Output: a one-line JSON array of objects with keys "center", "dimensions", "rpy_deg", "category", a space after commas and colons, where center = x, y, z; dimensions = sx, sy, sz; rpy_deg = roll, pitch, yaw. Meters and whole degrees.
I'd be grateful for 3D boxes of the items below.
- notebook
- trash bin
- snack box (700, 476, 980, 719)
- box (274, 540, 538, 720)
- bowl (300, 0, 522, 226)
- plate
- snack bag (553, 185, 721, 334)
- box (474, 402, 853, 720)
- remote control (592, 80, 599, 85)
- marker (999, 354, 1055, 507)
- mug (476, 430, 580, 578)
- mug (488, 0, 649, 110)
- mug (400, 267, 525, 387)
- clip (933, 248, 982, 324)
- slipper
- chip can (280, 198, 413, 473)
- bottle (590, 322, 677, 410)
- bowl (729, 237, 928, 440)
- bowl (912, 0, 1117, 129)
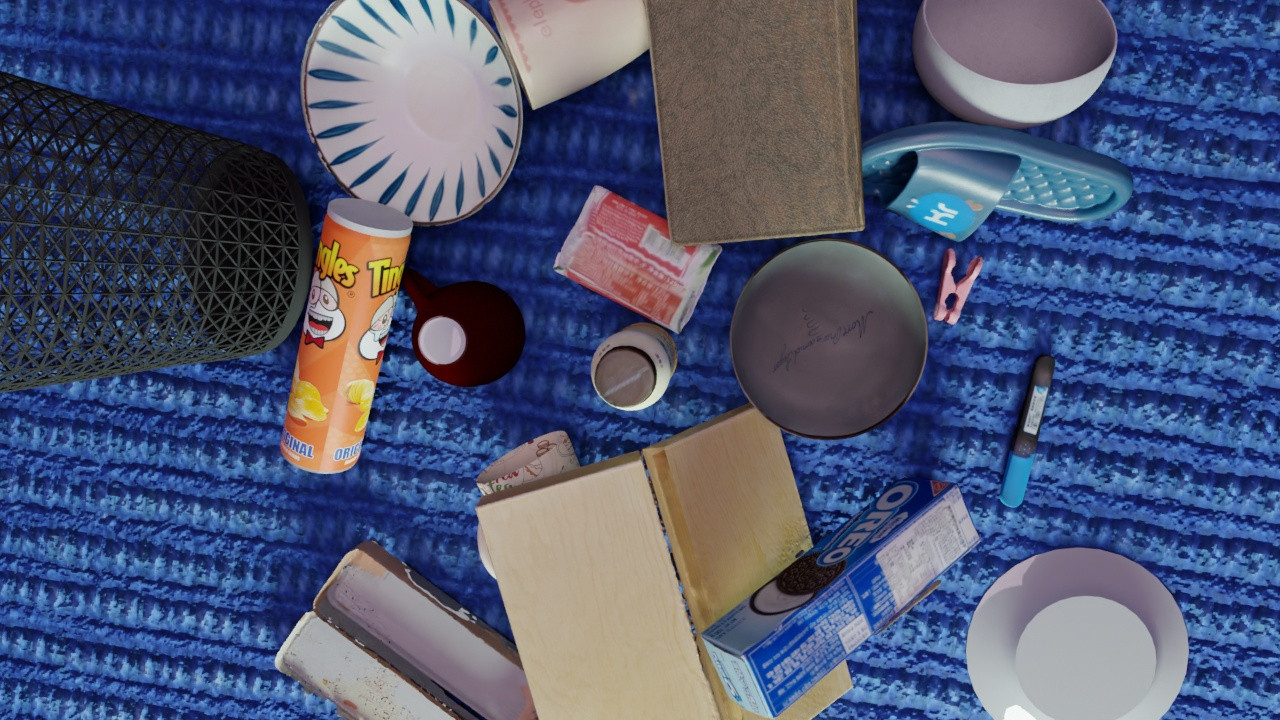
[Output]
[{"center": [0.099, -0.194, 0.635], "dimensions": [0.190, 0.034, 0.215], "rpy_deg": [-1, 102, 23], "category": "notebook"}, {"center": [-0.380, -0.082, 0.631], "dimensions": [0.217, 0.242, 0.217], "rpy_deg": [2, 93, 37], "category": "trash bin"}, {"center": [0.150, 0.165, 0.669], "dimensions": [0.225, 0.059, 0.059], "rpy_deg": [-30, 101, -25], "category": "snack box"}, {"center": [-0.193, 0.270, 0.781], "dimensions": [0.216, 0.043, 0.148], "rpy_deg": [36, 94, 1], "category": "box"}, {"center": [-0.162, -0.197, 0.702], "dimensions": [0.177, 0.070, 0.177], "rpy_deg": [6, 113, 13], "category": "bowl"}, {"center": [0.353, 0.237, 0.735], "dimensions": [0.173, 0.019, 0.173], "rpy_deg": [1, 96, 5], "category": "plate"}, {"center": [-0.002, -0.080, 0.726], "dimensions": [0.116, 0.036, 0.077], "rpy_deg": [27, 98, 2], "category": "snack bag"}, {"center": [0.030, 0.183, 0.686], "dimensions": [0.260, 0.097, 0.247], "rpy_deg": [-18, 95, -26], "category": "box"}, {"center": [-0.020, -0.278, 0.720], "dimensions": [0.039, 0.010, 0.125], "rpy_deg": [25, 97, 2], "category": "remote control"}, {"center": [0.305, 0.055, 0.724], "dimensions": [0.018, 0.015, 0.123], "rpy_deg": [13, 94, 0], "category": "marker"}, {"center": [-0.082, 0.126, 0.719], "dimensions": [0.081, 0.121, 0.097], "rpy_deg": [-20, 102, 36], "category": "mug"}, {"center": [-0.054, -0.257, 0.685], "dimensions": [0.104, 0.085, 0.111], "rpy_deg": [-22, 65, -2], "category": "mug"}, {"center": [-0.151, -0.029, 0.718], "dimensions": [0.087, 0.088, 0.114], "rpy_deg": [-41, 91, 7], "category": "mug"}, {"center": [0.240, -0.058, 0.714], "dimensions": [0.035, 0.022, 0.058], "rpy_deg": [15, 99, 0], "category": "clip"}, {"center": [0.247, -0.126, 0.664], "dimensions": [0.214, 0.104, 0.059], "rpy_deg": [7, 74, 0], "category": "slipper"}, {"center": [-0.231, -0.016, 0.714], "dimensions": [0.062, 0.062, 0.211], "rpy_deg": [21, 112, 3], "category": "chip can"}, {"center": [-0.004, 0.004, 0.671], "dimensions": [0.056, 0.162, 0.056], "rpy_deg": [0, 95, 5], "category": "bottle"}, {"center": [0.142, -0.018, 0.709], "dimensions": [0.151, 0.056, 0.151], "rpy_deg": [1, 96, 5], "category": "bowl"}, {"center": [0.261, -0.218, 0.659], "dimensions": [0.132, 0.064, 0.131], "rpy_deg": [-1, 59, 1], "category": "bowl"}]
